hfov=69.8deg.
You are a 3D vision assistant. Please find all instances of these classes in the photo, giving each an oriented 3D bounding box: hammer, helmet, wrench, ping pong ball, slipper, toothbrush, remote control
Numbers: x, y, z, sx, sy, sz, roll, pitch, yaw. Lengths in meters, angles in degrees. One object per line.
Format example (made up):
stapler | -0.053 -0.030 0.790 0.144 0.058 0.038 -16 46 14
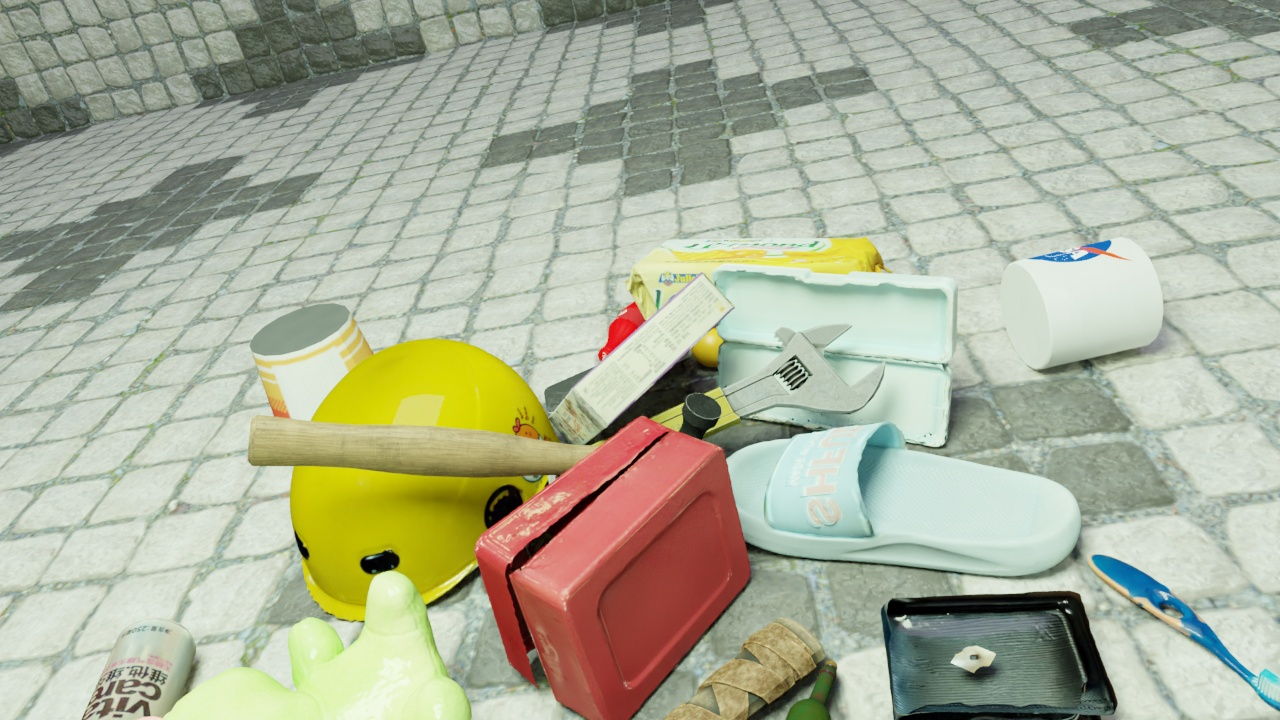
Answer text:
hammer | -0.104 0.069 0.630 0.305 0.133 0.040 6 38 -21
helmet | -0.185 0.071 0.731 0.209 0.140 0.239 4 36 27
wrench | 0.054 0.045 0.709 0.273 0.018 0.083 -25 74 5
ping pong ball | 0.068 -0.014 0.866 0.040 0.040 0.040 -10 31 6
slipper | 0.169 0.086 0.633 0.246 0.074 0.103 5 35 26
toothbrush | 0.312 0.150 0.527 0.021 0.017 0.135 -20 32 -15
remote control | -0.023 0.011 0.869 0.147 0.008 0.045 -24 31 2
hammer | -0.019 0.240 0.490 0.317 0.049 0.121 -30 37 -28

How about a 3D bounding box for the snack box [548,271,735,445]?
snack box | -0.004 0.004 0.757 0.143 0.040 0.148 -43 0 -17

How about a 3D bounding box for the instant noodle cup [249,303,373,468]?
instant noodle cup | -0.301 0.021 0.876 0.123 0.121 0.123 -10 31 6

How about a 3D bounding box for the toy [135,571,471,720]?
toy | -0.195 0.227 0.531 0.196 0.107 0.150 -30 57 -10

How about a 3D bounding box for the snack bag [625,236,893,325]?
snack bag | 0.116 -0.077 0.884 0.247 0.068 0.159 2 14 15

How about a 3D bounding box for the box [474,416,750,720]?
box | -0.011 0.130 0.582 0.093 0.129 0.157 20 45 41

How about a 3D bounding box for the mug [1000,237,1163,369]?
mug | 0.360 -0.045 0.770 0.090 0.091 0.121 -13 -4 1

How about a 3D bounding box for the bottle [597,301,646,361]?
bottle | -0.009 -0.035 0.934 0.036 0.036 0.118 6 36 29

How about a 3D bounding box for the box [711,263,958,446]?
box | 0.151 -0.009 0.740 0.197 0.135 0.040 7 24 31

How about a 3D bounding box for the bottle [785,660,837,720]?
bottle | 0.090 0.209 0.509 0.025 0.025 0.105 6 36 29

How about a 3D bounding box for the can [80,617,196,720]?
can | -0.338 0.236 0.607 0.054 0.054 0.135 -14 30 -2

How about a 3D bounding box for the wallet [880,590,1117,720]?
wallet | 0.199 0.172 0.525 0.115 0.026 0.089 -6 31 14
